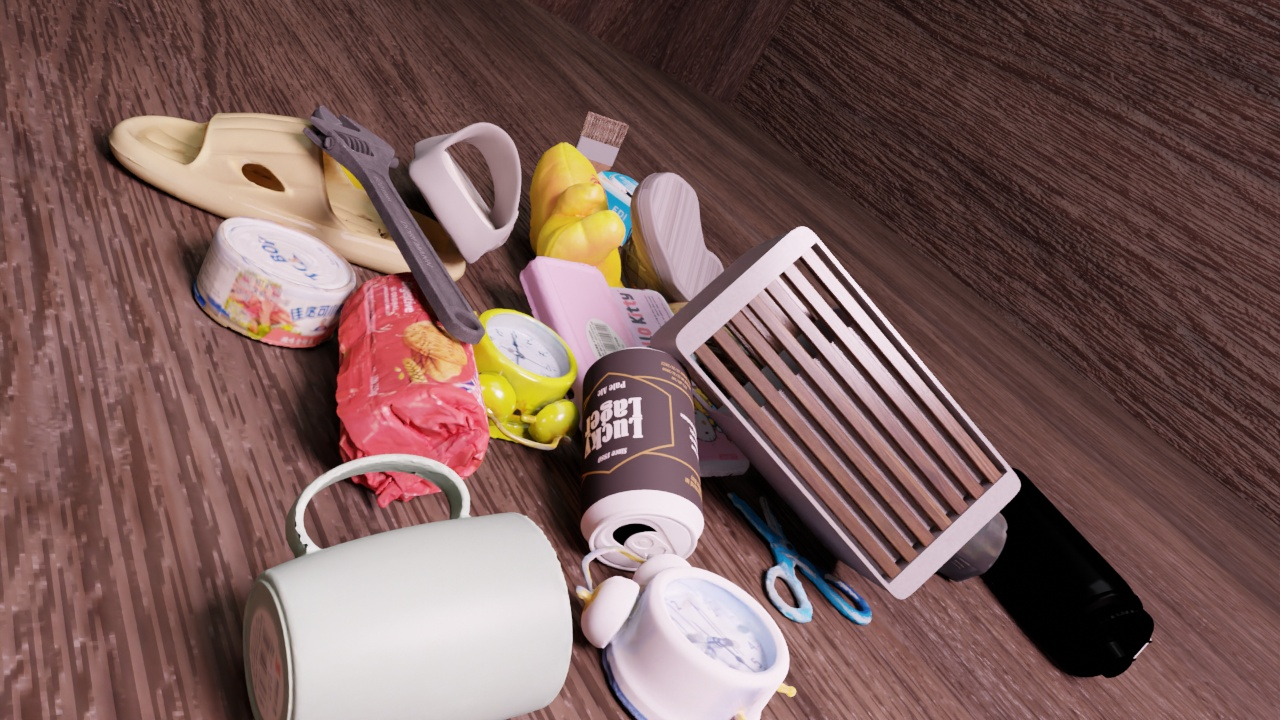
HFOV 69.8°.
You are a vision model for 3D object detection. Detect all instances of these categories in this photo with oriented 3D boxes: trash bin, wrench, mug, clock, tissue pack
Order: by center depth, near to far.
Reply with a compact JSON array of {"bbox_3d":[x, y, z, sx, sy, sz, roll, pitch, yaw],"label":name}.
[{"bbox_3d":[-0.095,0.091,0.358,0.103,0.084,0.111,0,67,-37],"label":"mug"},{"bbox_3d":[0.019,0.142,0.475,0.125,0.052,0.088,38,23,22],"label":"clock"},{"bbox_3d":[-0.157,-0.095,0.584,0.073,0.018,0.273,21,24,-47],"label":"wrench"},{"bbox_3d":[-0.082,0.018,0.596,0.083,0.057,0.119,20,31,-31],"label":"clock"},{"bbox_3d":[0.128,0.034,0.644,0.229,0.114,0.114,49,-5,-6],"label":"trash bin"},{"bbox_3d":[-0.013,-0.181,1.122,0.144,0.062,0.092,36,22,10],"label":"tissue pack"}]

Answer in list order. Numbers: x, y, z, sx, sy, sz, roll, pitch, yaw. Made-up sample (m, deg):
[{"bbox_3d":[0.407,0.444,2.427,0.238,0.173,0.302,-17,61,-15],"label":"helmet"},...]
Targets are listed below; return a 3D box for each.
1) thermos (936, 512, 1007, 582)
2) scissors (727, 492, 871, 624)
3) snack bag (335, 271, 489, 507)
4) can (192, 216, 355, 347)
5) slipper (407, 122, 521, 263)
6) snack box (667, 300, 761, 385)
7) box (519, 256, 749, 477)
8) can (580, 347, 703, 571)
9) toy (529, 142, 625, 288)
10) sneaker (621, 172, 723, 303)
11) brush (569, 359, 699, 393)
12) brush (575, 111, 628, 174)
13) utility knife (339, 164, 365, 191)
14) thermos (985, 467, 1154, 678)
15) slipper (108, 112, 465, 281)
[{"bbox_3d":[0.199,0.099,0.769,0.221,0.098,0.098,35,21,-8],"label":"thermos"},{"bbox_3d":[0.115,0.144,0.663,0.117,0.013,0.139,23,21,-21],"label":"scissors"},{"bbox_3d":[-0.134,0.007,0.521,0.082,0.082,0.176,21,23,-28],"label":"snack bag"},{"bbox_3d":[-0.222,-0.048,0.561,0.086,0.043,0.086,28,20,-11],"label":"can"},{"bbox_3d":[-0.134,-0.151,0.766,0.113,0.080,0.265,55,2,-15],"label":"slipper"},{"bbox_3d":[0.101,-0.010,0.844,0.147,0.041,0.143,24,-9,-21],"label":"snack box"},{"bbox_3d":[-0.004,0.004,0.713,0.152,0.037,0.201,5,45,-37],"label":"box"},{"bbox_3d":[0.000,0.057,0.562,0.072,0.072,0.128,23,41,-24],"label":"can"},{"bbox_3d":[-0.062,-0.111,0.869,0.087,0.135,0.193,-16,38,-3],"label":"toy"},{"bbox_3d":[0.015,-0.104,0.897,0.089,0.099,0.236,9,-21,21],"label":"sneaker"},{"bbox_3d":[-0.004,0.007,0.766,0.041,0.030,0.172,43,24,25],"label":"brush"},{"bbox_3d":[-0.058,-0.183,0.948,0.045,0.143,0.008,11,27,-26],"label":"brush"},{"bbox_3d":[-0.254,-0.164,0.808,0.030,0.017,0.159,5,33,-42],"label":"utility knife"},{"bbox_3d":[0.360,0.189,0.802,0.086,0.086,0.198,21,24,-29],"label":"thermos"},{"bbox_3d":[-0.242,-0.136,0.682,0.261,0.079,0.111,22,20,-27],"label":"slipper"}]
